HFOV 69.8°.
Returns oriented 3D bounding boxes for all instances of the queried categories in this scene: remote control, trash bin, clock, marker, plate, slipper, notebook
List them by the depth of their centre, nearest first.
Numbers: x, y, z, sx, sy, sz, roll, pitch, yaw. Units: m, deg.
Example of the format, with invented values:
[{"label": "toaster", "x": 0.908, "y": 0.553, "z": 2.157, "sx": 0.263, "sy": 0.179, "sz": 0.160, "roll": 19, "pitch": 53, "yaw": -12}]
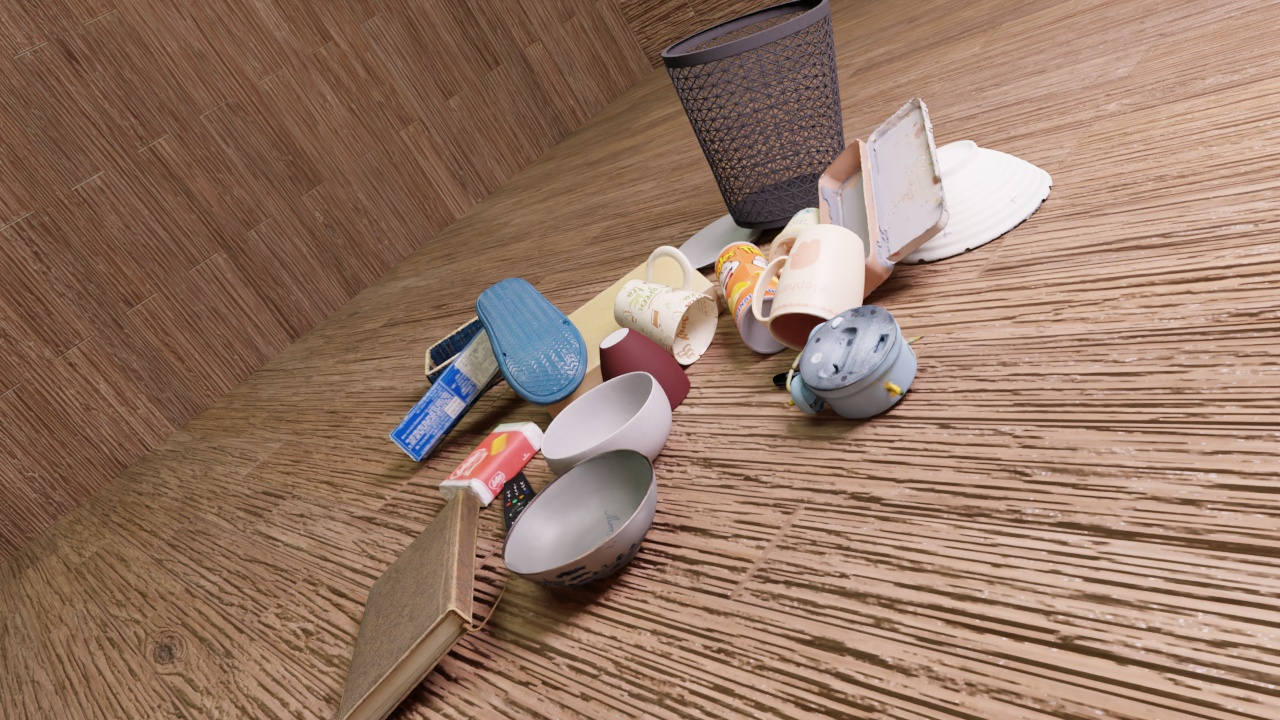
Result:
[{"label": "clock", "x": 0.172, "y": 0.004, "z": 0.771, "sx": 0.125, "sy": 0.051, "sz": 0.088, "roll": -6, "pitch": 49, "yaw": 48}, {"label": "notebook", "x": -0.187, "y": 0.205, "z": 0.822, "sx": 0.190, "sy": 0.034, "sz": 0.215, "roll": -46, "pitch": 19, "yaw": 10}, {"label": "marker", "x": 0.171, "y": 0.010, "z": 0.832, "sx": 0.123, "sy": 0.015, "sz": 0.018, "roll": -12, "pitch": 33, "yaw": 43}, {"label": "remote control", "x": -0.125, "y": 0.149, "z": 0.955, "sx": 0.039, "sy": 0.010, "sz": 0.124, "roll": -34, "pitch": 20, "yaw": -2}, {"label": "slipper", "x": -0.130, "y": -0.024, "z": 1.106, "sx": 0.103, "sy": 0.059, "sz": 0.213, "roll": -28, "pitch": 50, "yaw": -8}, {"label": "trash bin", "x": 0.168, "y": -0.319, "z": 1.210, "sx": 0.217, "sy": 0.243, "sz": 0.216, "roll": -17, "pitch": 24, "yaw": 8}, {"label": "plate", "x": 0.121, "y": -0.169, "z": 1.302, "sx": 0.173, "sy": 0.019, "sz": 0.172, "roll": -28, "pitch": 21, "yaw": 12}]

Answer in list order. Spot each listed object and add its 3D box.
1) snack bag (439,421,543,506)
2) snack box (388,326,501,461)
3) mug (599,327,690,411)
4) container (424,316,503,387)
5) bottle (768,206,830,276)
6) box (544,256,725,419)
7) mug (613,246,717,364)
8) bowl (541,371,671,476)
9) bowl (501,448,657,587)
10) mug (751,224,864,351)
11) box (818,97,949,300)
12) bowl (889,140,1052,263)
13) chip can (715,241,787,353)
[{"label": "snack bag", "x": -0.169, "y": 0.118, "z": 1.051, "sx": 0.077, "sy": 0.036, "sz": 0.115, "roll": -8, "pitch": 32, "yaw": 48}, {"label": "snack box", "x": -0.236, "y": 0.032, "z": 1.219, "sx": 0.226, "sy": 0.059, "sz": 0.059, "roll": -50, "pitch": -3, "yaw": 0}, {"label": "mug", "x": -0.006, "y": 0.006, "z": 0.993, "sx": 0.087, "sy": 0.088, "sz": 0.114, "roll": -29, "pitch": 21, "yaw": 9}, {"label": "container", "x": -0.231, "y": -0.020, "z": 1.401, "sx": 0.187, "sy": 0.071, "sz": 0.145, "roll": -33, "pitch": 20, "yaw": -1}, {"label": "bottle", "x": 0.193, "y": -0.142, "z": 1.067, "sx": 0.057, "sy": 0.056, "sz": 0.161, "roll": -21, "pitch": 13, "yaw": 28}, {"label": "box", "x": -0.045, "y": -0.043, "z": 1.192, "sx": 0.247, "sy": 0.097, "sz": 0.261, "roll": -34, "pitch": 14, "yaw": -6}, {"label": "mug", "x": 0.026, "y": -0.068, "z": 1.026, "sx": 0.097, "sy": 0.122, "sz": 0.080, "roll": 25, "pitch": 32, "yaw": 34}, {"label": "bowl", "x": -0.026, "y": 0.076, "z": 0.898, "sx": 0.132, "sy": 0.064, "sz": 0.131, "roll": -28, "pitch": 21, "yaw": 12}, {"label": "bowl", "x": -0.041, "y": 0.144, "z": 0.777, "sx": 0.151, "sy": 0.057, "sz": 0.150, "roll": -28, "pitch": 22, "yaw": 13}, {"label": "mug", "x": 0.158, "y": -0.069, "z": 0.872, "sx": 0.112, "sy": 0.085, "sz": 0.104, "roll": -2, "pitch": 62, "yaw": 41}, {"label": "box", "x": 0.245, "y": -0.169, "z": 0.951, "sx": 0.149, "sy": 0.043, "sz": 0.215, "roll": -52, "pitch": 21, "yaw": 42}, {"label": "bowl", "x": 0.326, "y": -0.180, "z": 0.957, "sx": 0.177, "sy": 0.071, "sz": 0.177, "roll": -29, "pitch": 21, "yaw": 12}, {"label": "chip can", "x": 0.126, "y": -0.075, "z": 1.022, "sx": 0.062, "sy": 0.062, "sz": 0.210, "roll": -29, "pitch": 21, "yaw": 9}]
